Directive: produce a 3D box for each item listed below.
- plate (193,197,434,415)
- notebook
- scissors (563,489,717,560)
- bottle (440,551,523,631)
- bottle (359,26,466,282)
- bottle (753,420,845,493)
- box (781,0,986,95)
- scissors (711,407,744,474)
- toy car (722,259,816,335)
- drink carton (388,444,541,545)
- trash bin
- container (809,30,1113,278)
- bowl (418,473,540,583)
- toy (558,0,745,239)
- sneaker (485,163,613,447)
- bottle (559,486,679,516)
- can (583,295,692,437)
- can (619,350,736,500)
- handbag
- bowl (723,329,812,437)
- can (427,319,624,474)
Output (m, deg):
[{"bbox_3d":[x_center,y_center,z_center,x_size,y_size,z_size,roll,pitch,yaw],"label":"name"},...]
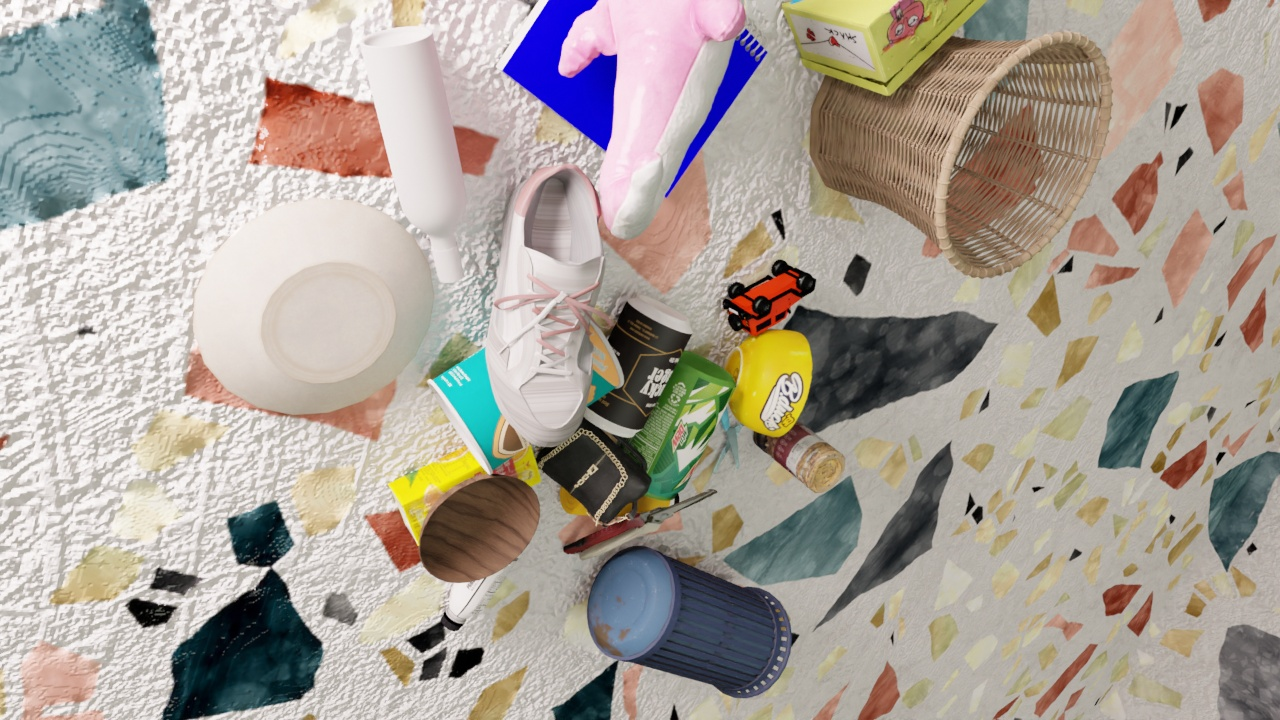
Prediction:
[{"bbox_3d":[-0.250,-0.035,0.730,0.188,0.027,0.189,-18,126,-27],"label":"plate"},{"bbox_3d":[0.004,-0.261,0.783,0.209,0.022,0.172,29,99,-43],"label":"notebook"},{"bbox_3d":[-0.005,0.173,0.980,0.140,0.015,0.189,5,144,-19],"label":"scissors"},{"bbox_3d":[-0.166,0.227,0.946,0.041,0.041,0.116,29,97,-43],"label":"bottle"},{"bbox_3d":[-0.165,-0.150,0.705,0.052,0.052,0.195,-23,128,-23],"label":"bottle"},{"bbox_3d":[0.187,0.106,1.085,0.056,0.105,0.056,-18,126,-27],"label":"bottle"},{"bbox_3d":[0.252,-0.354,0.839,0.220,0.124,0.079,-44,134,-8],"label":"box"},{"bbox_3d":[0.104,0.074,1.069,0.118,0.015,0.139,17,100,-41],"label":"scissors"},{"bbox_3d":[0.138,-0.066,0.981,0.100,0.051,0.049,-28,127,-19],"label":"toy car"},{"bbox_3d":[-0.164,0.117,0.877,0.134,0.043,0.059,-26,128,-22],"label":"drink carton"},{"bbox_3d":[0.057,0.313,1.099,0.249,0.139,0.139,32,95,-42],"label":"trash bin"},{"bbox_3d":[0.302,-0.223,0.903,0.226,0.196,0.227,-18,126,-27],"label":"container"},{"bbox_3d":[-0.154,0.149,0.853,0.119,0.032,0.119,-18,127,-26],"label":"bowl"},{"bbox_3d":[0.001,-0.226,0.708,0.128,0.187,0.265,17,82,-6],"label":"toy"},{"bbox_3d":[-0.071,-0.050,0.740,0.099,0.089,0.236,1,83,-13],"label":"sneaker"},{"bbox_3d":[-0.018,0.150,1.005,0.143,0.043,0.043,11,110,-40],"label":"bottle"},{"bbox_3d":[-0.005,0.005,0.905,0.071,0.072,0.129,16,107,-41],"label":"can"},{"bbox_3d":[0.034,0.067,0.964,0.083,0.083,0.144,13,108,-41],"label":"can"},{"bbox_3d":[-0.049,0.110,0.923,0.079,0.128,0.054,-47,179,19],"label":"handbag"},{"bbox_3d":[0.128,0.019,0.992,0.067,0.117,0.117,13,110,-15],"label":"bowl"},{"bbox_3d":[-0.102,0.021,0.824,0.143,0.099,0.099,-34,132,-15],"label":"can"}]
